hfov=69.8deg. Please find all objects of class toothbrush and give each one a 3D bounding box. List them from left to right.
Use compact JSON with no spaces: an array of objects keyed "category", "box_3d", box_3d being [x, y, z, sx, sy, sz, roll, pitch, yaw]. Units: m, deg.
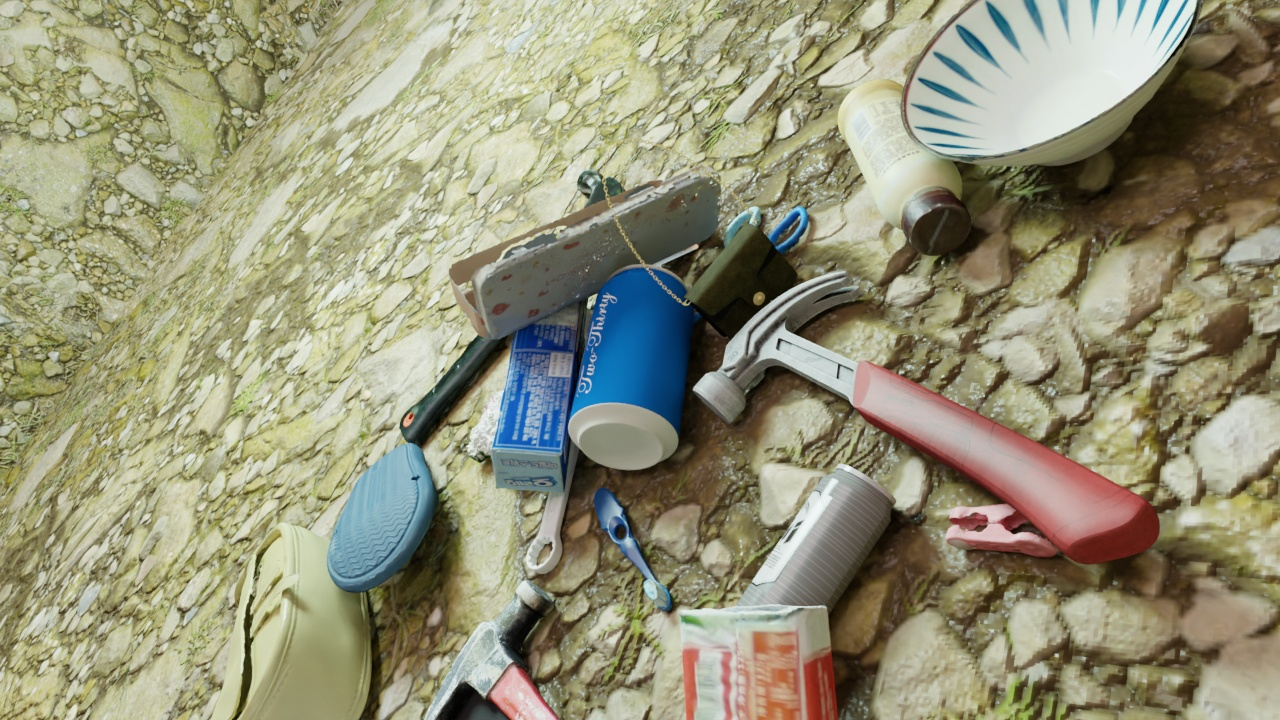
[{"category":"toothbrush","box_3d":[-0.009,0.125,0.632,0.021,0.016,0.132,-44,35,3]}]

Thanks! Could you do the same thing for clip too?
[{"category":"clip","box_3d":[0.183,0.080,0.464,0.059,0.022,0.037,-11,52,43]}]

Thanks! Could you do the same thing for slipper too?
[{"category":"slipper","box_3d":[-0.218,0.135,0.814,0.104,0.059,0.213,-37,21,2]}]

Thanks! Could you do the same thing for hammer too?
[{"category":"hammer","box_3d":[-0.127,-0.048,0.916,0.333,0.033,0.133,-49,35,2]},{"category":"hammer","box_3d":[-0.033,0.253,0.521,0.140,0.036,0.326,-53,35,-9]},{"category":"hammer","box_3d":[0.149,0.025,0.522,0.126,0.036,0.316,-48,30,-4]}]

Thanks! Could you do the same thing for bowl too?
[{"category":"bowl","box_3d":[0.261,-0.173,0.577,0.178,0.071,0.177,-28,40,26]}]

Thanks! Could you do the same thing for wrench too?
[{"category":"wrench","box_3d":[-0.052,0.048,0.758,0.047,0.009,0.272,-19,44,35]}]

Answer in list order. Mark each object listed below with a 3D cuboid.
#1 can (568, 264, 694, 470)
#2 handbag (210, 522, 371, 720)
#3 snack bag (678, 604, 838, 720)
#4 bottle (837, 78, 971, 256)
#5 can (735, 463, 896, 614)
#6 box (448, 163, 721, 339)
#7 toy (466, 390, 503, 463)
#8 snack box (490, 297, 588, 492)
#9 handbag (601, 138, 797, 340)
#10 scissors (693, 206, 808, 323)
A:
[{"category":"can","box_3d":[-0.004,0.004,0.687,0.079,0.079,0.145,-21,43,34]},{"category":"handbag","box_3d":[-0.313,0.239,0.791,0.191,0.088,0.232,-43,33,19]},{"category":"snack bag","box_3d":[0.059,0.179,0.451,0.077,0.036,0.115,-13,74,38]},{"category":"bottle","box_3d":[0.183,-0.135,0.638,0.057,0.056,0.161,-32,38,22]},{"category":"can","box_3d":[0.096,0.111,0.507,0.106,0.044,0.044,-54,35,-8]},{"category":"box","box_3d":[-0.047,-0.100,0.743,0.216,0.096,0.105,-27,47,-18]},{"category":"toy","box_3d":[-0.107,0.044,0.796,0.096,0.041,0.108,10,62,50]},{"category":"snack box","box_3d":[-0.078,0.001,0.756,0.059,0.059,0.225,3,49,1]},{"category":"handbag","box_3d":[0.038,-0.087,0.642,0.084,0.178,0.027,-50,35,-2]},{"category":"scissors","box_3d":[0.076,-0.079,0.737,0.132,0.019,0.105,-47,31,1]}]
